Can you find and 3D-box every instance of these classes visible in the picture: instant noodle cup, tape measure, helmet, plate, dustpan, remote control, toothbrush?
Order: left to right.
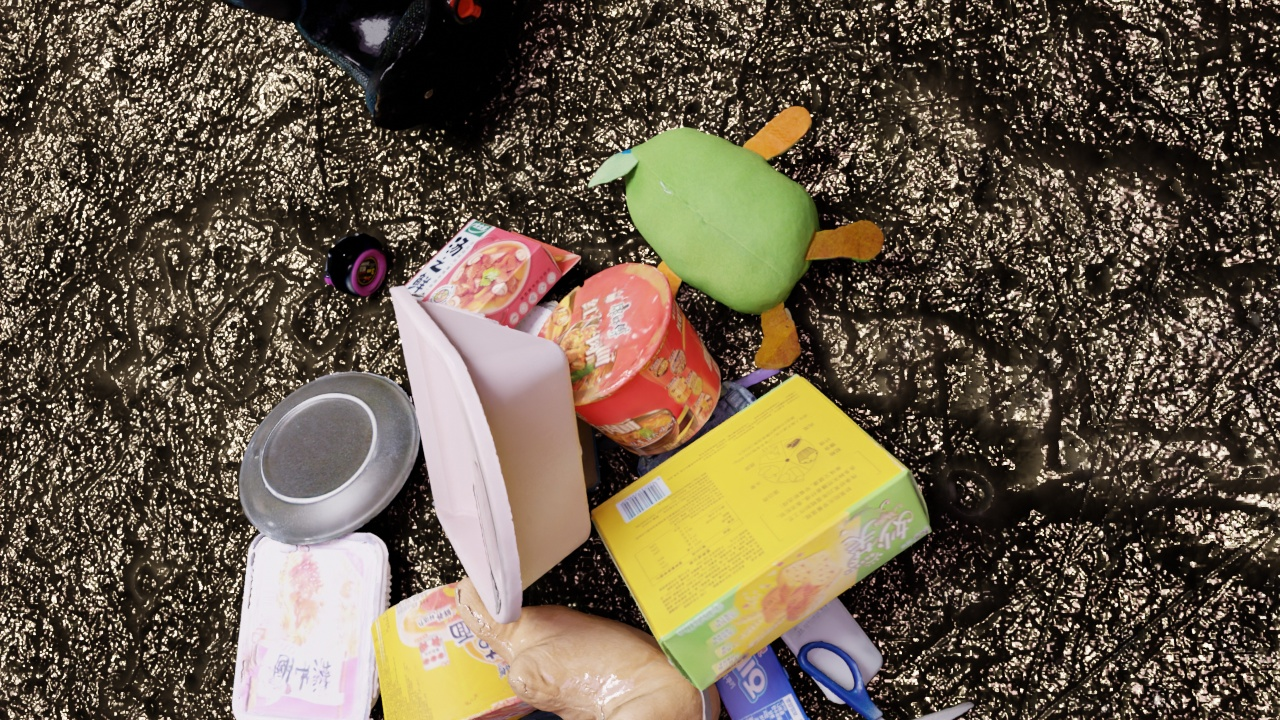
[{"bbox_3d":[-0.292,0.083,0.845,0.179,0.024,0.179,-7,58,11],"label":"plate"},{"bbox_3d":[-0.285,0.241,0.829,0.138,0.060,0.173,0,81,14],"label":"instant noodle cup"},{"bbox_3d":[-0.276,-0.092,0.886,0.039,0.056,0.058,21,128,20],"label":"tape measure"},{"bbox_3d":[-0.230,-0.352,0.817,0.233,0.275,0.229,38,64,8],"label":"helmet"},{"bbox_3d":[-0.145,0.071,0.690,0.274,0.138,0.223,6,113,39],"label":"dustpan"},{"bbox_3d":[-0.155,0.253,0.762,0.138,0.138,0.109,-27,66,8],"label":"instant noodle cup"},{"bbox_3d":[-0.004,0.004,0.756,0.138,0.108,0.137,-24,43,24],"label":"instant noodle cup"},{"bbox_3d":[0.048,0.039,0.809,0.189,0.016,0.014,-24,87,6],"label":"toothbrush"},{"bbox_3d":[0.134,0.204,0.727,0.055,0.020,0.136,-39,92,-17],"label":"remote control"}]

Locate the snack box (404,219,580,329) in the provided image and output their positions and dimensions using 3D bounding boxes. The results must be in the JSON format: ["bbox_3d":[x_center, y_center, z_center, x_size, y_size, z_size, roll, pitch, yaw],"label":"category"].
[{"bbox_3d":[-0.136,-0.075,0.814,0.113,0.044,0.127,24,67,44],"label":"snack box"}]

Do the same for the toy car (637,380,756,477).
[{"bbox_3d":[0.051,0.070,0.786,0.120,0.037,0.054,-43,87,4],"label":"toy car"}]

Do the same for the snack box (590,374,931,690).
[{"bbox_3d":[0.085,0.122,0.695,0.210,0.070,0.157,-33,34,-4],"label":"snack box"}]

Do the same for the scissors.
[{"bbox_3d":[0.177,0.284,0.692,0.162,0.012,0.176,-36,81,-24],"label":"scissors"}]

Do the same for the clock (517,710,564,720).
[{"bbox_3d":[-0.032,0.323,0.724,0.159,0.117,0.060,-2,90,16],"label":"clock"}]

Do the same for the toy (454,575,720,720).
[{"bbox_3d":[-0.045,0.234,0.708,0.226,0.143,0.082,22,88,28],"label":"toy"}]

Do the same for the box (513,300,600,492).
[{"bbox_3d":[-0.091,0.044,0.818,0.090,0.059,0.184,-9,80,13],"label":"box"}]

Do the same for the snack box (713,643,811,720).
[{"bbox_3d":[0.093,0.266,0.728,0.057,0.058,0.207,-27,75,-3],"label":"snack box"}]

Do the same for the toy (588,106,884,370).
[{"bbox_3d":[0.076,-0.116,0.789,0.247,0.089,0.227,43,106,20],"label":"toy"}]
